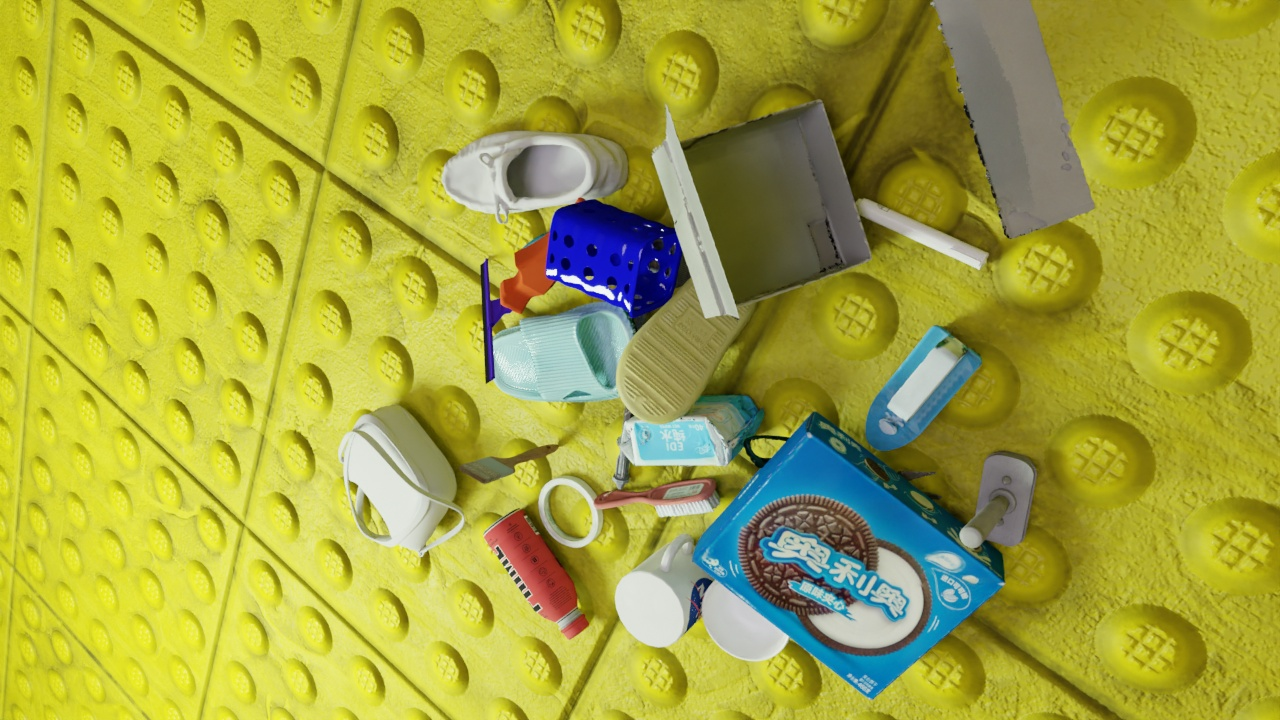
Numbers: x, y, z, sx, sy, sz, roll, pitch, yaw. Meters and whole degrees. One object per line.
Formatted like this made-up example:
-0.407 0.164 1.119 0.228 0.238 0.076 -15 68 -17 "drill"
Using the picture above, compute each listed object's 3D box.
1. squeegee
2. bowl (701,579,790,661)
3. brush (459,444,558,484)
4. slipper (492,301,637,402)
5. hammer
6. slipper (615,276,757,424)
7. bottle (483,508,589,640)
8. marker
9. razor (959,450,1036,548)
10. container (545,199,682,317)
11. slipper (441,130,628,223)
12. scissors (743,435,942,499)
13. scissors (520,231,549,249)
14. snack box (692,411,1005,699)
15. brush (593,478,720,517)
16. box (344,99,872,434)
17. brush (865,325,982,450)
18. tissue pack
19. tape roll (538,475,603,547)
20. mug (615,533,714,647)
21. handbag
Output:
-0.114 -0.105 1.025 0.055 0.249 0.185 28 116 -28 "squeegee"
0.125 0.277 1.026 0.105 0.054 0.105 6 105 25 "bowl"
-0.148 0.120 1.104 0.045 0.142 0.008 22 113 35 "brush"
-0.105 0.001 1.064 0.277 0.069 0.116 -7 104 46 "slipper"
-0.006 0.005 1.049 0.098 0.044 0.322 19 115 27 "hammer"
0.046 -0.020 0.967 0.091 0.082 0.190 38 82 -1 "slipper"
-0.130 0.279 1.185 0.062 0.062 0.176 -43 79 33 "bottle"
0.259 -0.120 0.856 0.133 0.020 0.017 30 127 22 "marker"
0.317 0.141 0.832 0.047 0.116 0.088 15 110 34 "razor"
-0.028 -0.109 0.946 0.114 0.084 0.085 24 118 26 "container"
-0.133 -0.213 1.056 0.247 0.074 0.112 5 90 33 "slipper"
0.207 0.143 0.952 0.209 0.015 0.155 11 129 15 "scissors"
-0.084 -0.134 1.069 0.129 0.019 0.139 32 114 27 "scissors"
0.203 0.197 0.914 0.239 0.056 0.196 38 115 2 "snack box"
0.018 0.166 1.078 0.173 0.040 0.030 -11 114 35 "brush"
0.017 -0.101 0.724 0.149 0.504 0.167 -17 94 39 "box"
0.257 0.034 0.866 0.055 0.075 0.136 41 120 17 "brush"
0.056 0.078 0.994 0.145 0.092 0.062 -5 102 33 "tissue pack"
-0.089 0.192 1.165 0.093 0.013 0.093 9 107 30 "tape roll"
0.035 0.255 1.057 0.091 0.089 0.121 21 113 26 "mug"
-0.353 0.193 1.288 0.216 0.095 0.223 48 128 15 "handbag"
